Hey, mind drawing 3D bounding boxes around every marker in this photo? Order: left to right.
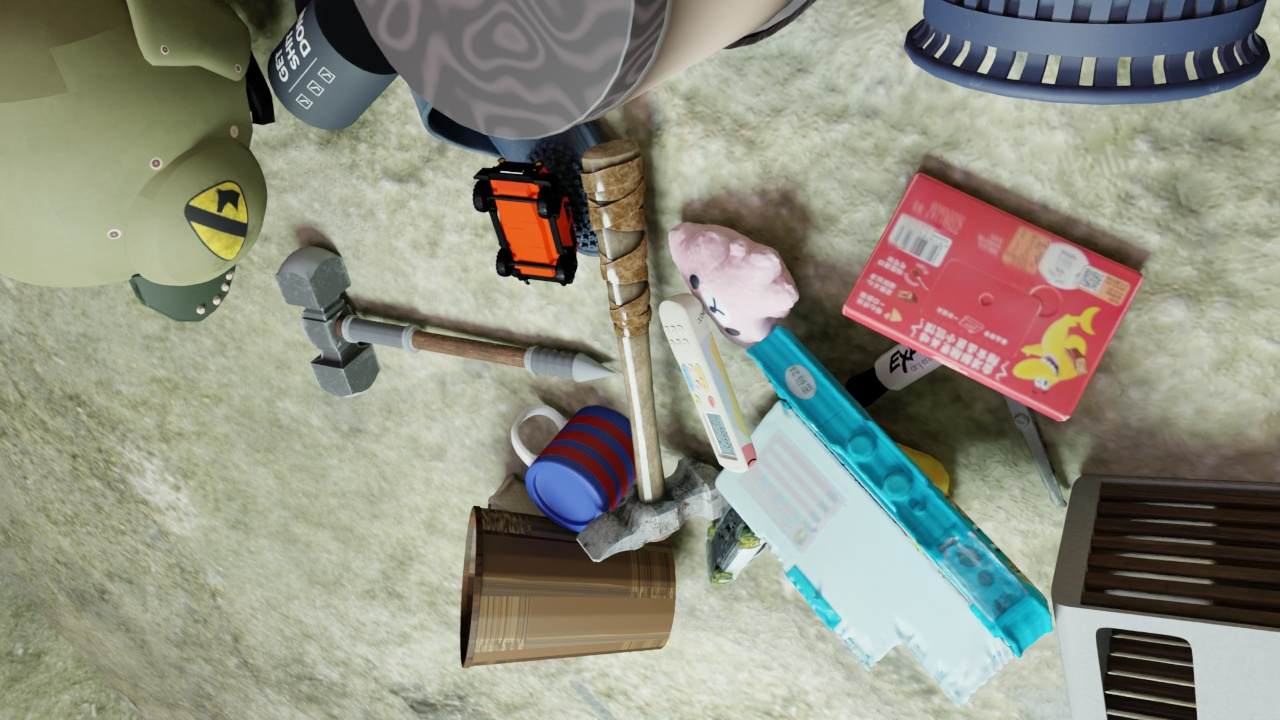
[{"bbox_3d":[0.172,-0.002,0.575,0.025,0.025,0.126,43,143,-3],"label":"marker"}]

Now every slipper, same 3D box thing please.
[{"bbox_3d":[-0.100,-0.167,0.594,0.101,0.082,0.263,-19,113,42],"label":"slipper"}]

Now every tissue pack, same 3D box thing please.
[{"bbox_3d":[-0.110,0.208,0.911,0.104,0.071,0.182,27,131,14],"label":"tissue pack"}]

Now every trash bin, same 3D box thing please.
[{"bbox_3d":[0.176,-0.234,0.320,0.139,0.138,0.250,14,128,25],"label":"trash bin"},{"bbox_3d":[0.366,0.150,0.511,0.229,0.114,0.114,-1,123,34],"label":"trash bin"}]

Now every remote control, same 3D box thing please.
[{"bbox_3d":[0.044,0.016,0.606,0.038,0.018,0.125,0,114,67],"label":"remote control"}]

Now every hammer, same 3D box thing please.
[{"bbox_3d":[-0.166,-0.013,0.793,0.323,0.042,0.156,9,128,25],"label":"hammer"},{"bbox_3d":[-0.004,0.004,0.648,0.049,0.121,0.319,41,145,51],"label":"hammer"}]

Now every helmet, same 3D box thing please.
[{"bbox_3d":[-0.364,-0.168,0.627,0.250,0.254,0.233,21,137,20],"label":"helmet"}]

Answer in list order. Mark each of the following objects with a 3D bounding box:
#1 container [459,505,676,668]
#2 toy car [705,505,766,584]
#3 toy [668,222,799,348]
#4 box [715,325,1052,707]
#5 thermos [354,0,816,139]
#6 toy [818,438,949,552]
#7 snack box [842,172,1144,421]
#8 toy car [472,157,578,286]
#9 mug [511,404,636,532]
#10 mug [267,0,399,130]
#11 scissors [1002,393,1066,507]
[{"bbox_3d":[-0.064,0.195,0.787,0.167,0.132,0.132,5,136,-14],"label":"container"},{"bbox_3d":[0.082,0.142,0.745,0.033,0.048,0.106,9,137,-17],"label":"toy car"},{"bbox_3d":[0.065,-0.050,0.591,0.099,0.052,0.096,56,159,-16],"label":"toy"},{"bbox_3d":[0.148,0.099,0.579,0.227,0.083,0.173,51,152,32],"label":"box"},{"bbox_3d":[-0.007,-0.200,0.402,0.173,0.225,0.173,18,132,21],"label":"thermos"},{"bbox_3d":[0.150,0.097,0.654,0.138,0.067,0.105,-16,106,32],"label":"toy"},{"bbox_3d":[0.192,-0.036,0.508,0.133,0.089,0.021,28,179,12],"label":"snack box"},{"bbox_3d":[-0.069,-0.089,0.587,0.051,0.048,0.100,8,145,14],"label":"toy car"},{"bbox_3d":[-0.060,0.080,0.765,0.112,0.076,0.075,31,135,9],"label":"mug"},{"bbox_3d":[-0.215,-0.226,0.640,0.078,0.071,0.105,-25,81,43],"label":"mug"},{"bbox_3d":[0.227,0.024,0.577,0.090,0.014,0.172,8,126,30],"label":"scissors"}]
